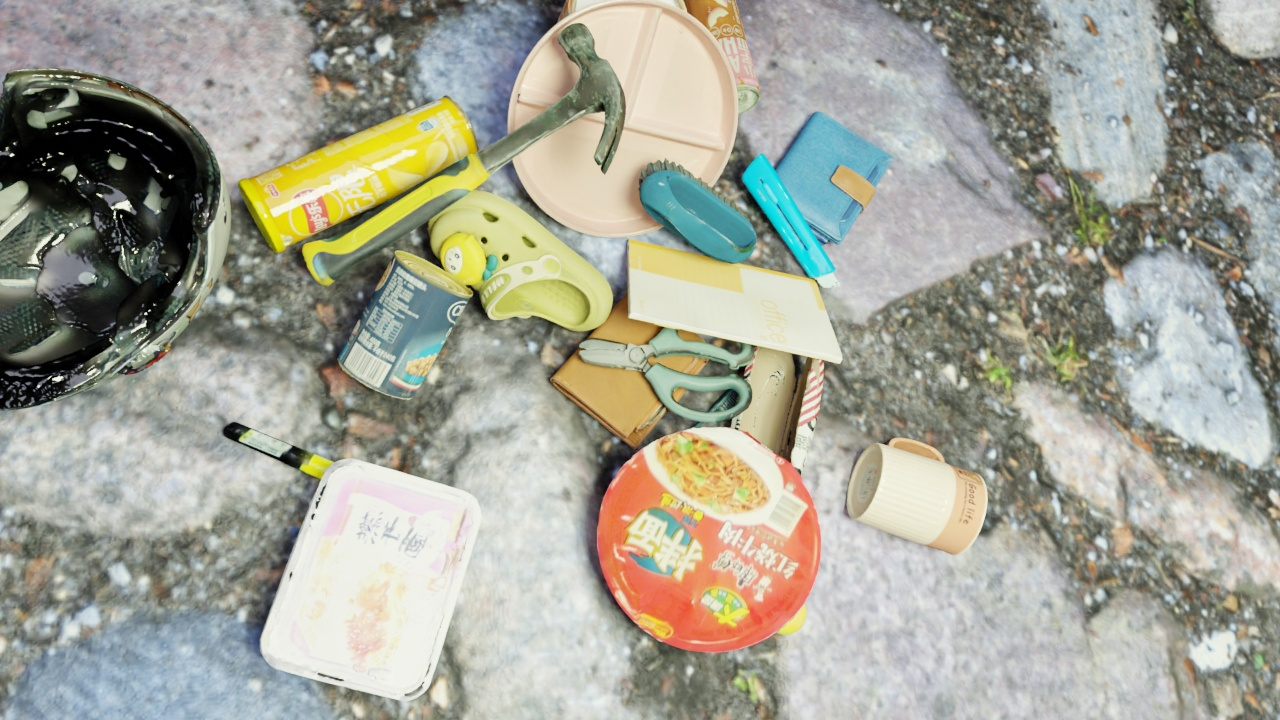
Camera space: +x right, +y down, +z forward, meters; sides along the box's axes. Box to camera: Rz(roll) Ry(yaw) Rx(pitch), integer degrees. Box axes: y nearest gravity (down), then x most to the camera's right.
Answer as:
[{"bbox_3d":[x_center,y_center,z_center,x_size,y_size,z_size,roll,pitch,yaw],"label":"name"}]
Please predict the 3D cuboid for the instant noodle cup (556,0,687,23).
[{"bbox_3d":[-0.023,-0.323,0.941,0.151,0.112,0.151,4,72,-12],"label":"instant noodle cup"}]

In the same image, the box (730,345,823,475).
[{"bbox_3d":[0.124,0.055,0.884,0.087,0.076,0.162,12,70,6],"label":"box"}]

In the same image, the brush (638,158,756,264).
[{"bbox_3d":[0.059,-0.137,0.903,0.143,0.055,0.073,29,31,-32],"label":"brush"}]

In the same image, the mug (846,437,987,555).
[{"bbox_3d":[0.266,0.121,0.894,0.106,0.082,0.114,18,43,-6],"label":"mug"}]

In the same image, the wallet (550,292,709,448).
[{"bbox_3d":[-0.005,0.005,0.886,0.108,0.031,0.131,38,68,4],"label":"wallet"}]

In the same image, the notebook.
[{"bbox_3d":[0.087,-0.061,0.897,0.206,0.010,0.145,12,35,-9],"label":"notebook"}]

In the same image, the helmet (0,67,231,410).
[{"bbox_3d":[-0.454,-0.085,0.741,0.230,0.157,0.273,33,79,-3],"label":"helmet"}]

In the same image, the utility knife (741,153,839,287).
[{"bbox_3d":[0.158,-0.141,0.956,0.034,0.018,0.159,-34,91,8],"label":"utility knife"}]

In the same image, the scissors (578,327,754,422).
[{"bbox_3d":[0.029,-0.017,0.874,0.185,0.019,0.129,26,65,0],"label":"scissors"}]

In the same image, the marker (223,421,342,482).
[{"bbox_3d":[-0.305,0.083,0.800,0.124,0.015,0.018,24,68,-2],"label":"marker"}]

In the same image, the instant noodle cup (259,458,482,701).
[{"bbox_3d":[-0.220,0.181,0.764,0.138,0.060,0.173,18,69,-7],"label":"instant noodle cup"}]

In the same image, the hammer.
[{"bbox_3d":[-0.157,-0.160,0.808,0.323,0.032,0.126,-30,74,8],"label":"hammer"}]

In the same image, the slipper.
[{"bbox_3d":[-0.116,-0.081,0.847,0.190,0.092,0.081,31,42,-7],"label":"slipper"}]

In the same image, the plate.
[{"bbox_3d":[-0.016,-0.230,0.884,0.229,0.230,0.028,-8,31,-16],"label":"plate"}]

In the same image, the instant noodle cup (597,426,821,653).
[{"bbox_3d":[0.062,0.153,0.810,0.194,0.065,0.194,0,91,9],"label":"instant noodle cup"}]

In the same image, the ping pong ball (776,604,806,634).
[{"bbox_3d":[0.132,0.231,0.842,0.040,0.040,0.040,4,72,-12],"label":"ping pong ball"}]

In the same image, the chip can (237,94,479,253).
[{"bbox_3d":[-0.260,-0.178,0.861,0.213,0.072,0.072,-31,82,-20],"label":"chip can"}]

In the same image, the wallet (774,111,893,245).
[{"bbox_3d":[0.202,-0.198,0.996,0.106,0.040,0.132,34,70,3],"label":"wallet"}]

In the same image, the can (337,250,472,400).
[{"bbox_3d":[-0.207,-0.030,0.803,0.075,0.075,0.111,31,98,-3],"label":"can"}]

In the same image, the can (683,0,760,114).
[{"bbox_3d":[0.087,-0.345,1.002,0.058,0.058,0.147,-8,75,-16],"label":"can"}]

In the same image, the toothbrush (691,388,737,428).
[{"bbox_3d":[0.033,0.093,0.876,0.018,0.016,0.191,47,68,-7],"label":"toothbrush"}]
